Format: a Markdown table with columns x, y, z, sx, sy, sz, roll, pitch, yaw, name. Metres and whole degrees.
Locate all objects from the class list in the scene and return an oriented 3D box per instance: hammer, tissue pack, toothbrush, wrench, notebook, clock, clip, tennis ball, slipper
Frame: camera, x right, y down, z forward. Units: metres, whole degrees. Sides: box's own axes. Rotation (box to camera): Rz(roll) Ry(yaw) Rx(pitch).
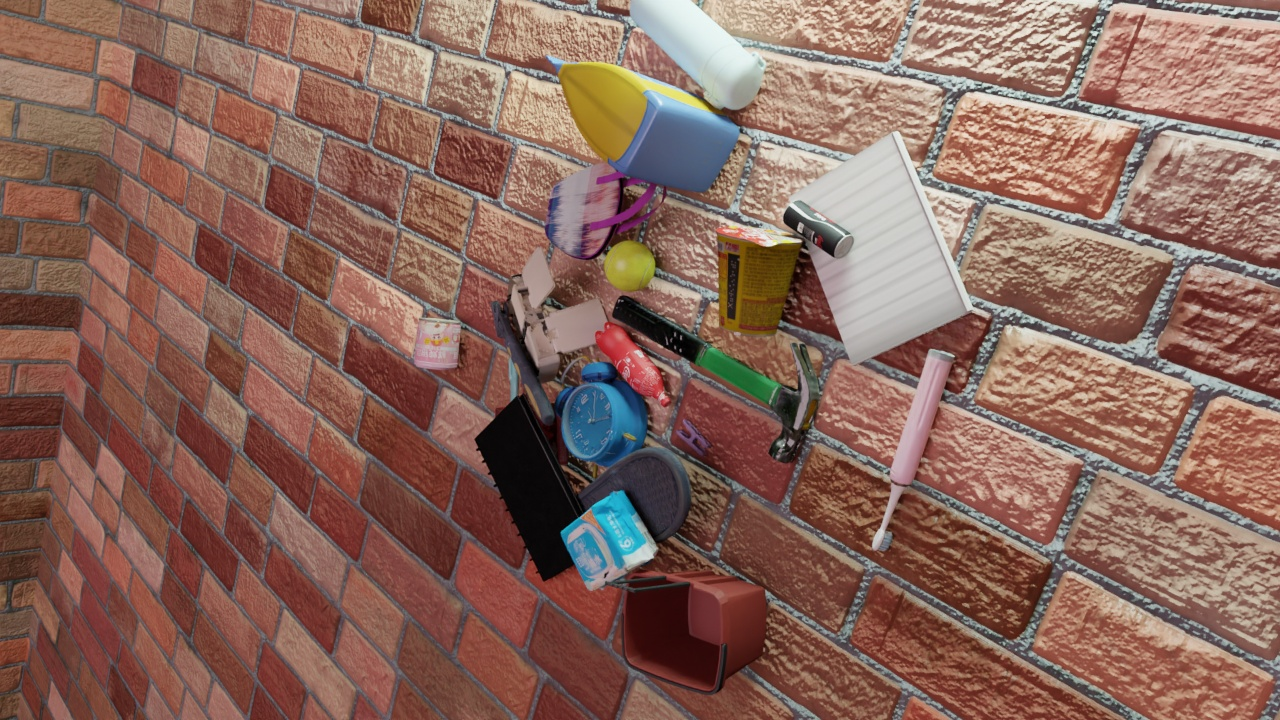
| x | y | z | sx | sy | sz | roll | pitch | yaw | name |
| --- | --- | --- | --- | --- | --- | --- | --- | --- | --- |
| 0.081 | -0.006 | 1.117 | 0.319 | 0.032 | 0.130 | 31 | 110 | 37 | hammer |
| -0.041 | 0.224 | 1.120 | 0.093 | 0.061 | 0.145 | 58 | 145 | 11 | tissue pack |
| 0.278 | 0.096 | 0.949 | 0.027 | 0.026 | 0.223 | -107 | 30 | -76 | toothbrush |
| -0.171 | -0.005 | 1.284 | 0.273 | 0.022 | 0.073 | -122 | 25 | -44 | wrench |
| -0.149 | 0.181 | 1.273 | 0.170 | 0.019 | 0.231 | -41 | 73 | 49 | notebook |
| -0.058 | 0.068 | 1.214 | 0.117 | 0.060 | 0.161 | -48 | 56 | 30 | clock |
| 0.252 | -0.118 | 0.984 | 0.143 | 0.009 | 0.209 | -29 | 71 | 37 | notebook |
| 0.067 | 0.095 | 1.140 | 0.052 | 0.013 | 0.036 | 41 | 116 | 30 | clip |
| -0.014 | -0.121 | 1.175 | 0.065 | 0.065 | 0.065 | -1 | 89 | 41 | tennis ball |
| 0.001 | 0.178 | 1.162 | 0.269 | 0.083 | 0.110 | -38 | 76 | 52 | slipper |

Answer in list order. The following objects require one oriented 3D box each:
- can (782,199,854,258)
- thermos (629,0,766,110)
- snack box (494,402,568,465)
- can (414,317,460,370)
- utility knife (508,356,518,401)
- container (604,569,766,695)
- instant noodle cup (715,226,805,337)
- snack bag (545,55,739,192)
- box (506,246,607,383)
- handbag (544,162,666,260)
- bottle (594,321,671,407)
| x | y | z | sx | sy | sz | roll | pitch | yaw | name |
| --- | --- | --- | --- | --- | --- | --- | --- | --- | --- |
| 0.195 | -0.144 | 1.006 | 0.080 | 0.031 | 0.032 | 43 | 116 | 33 | can |
| 0.067 | -0.382 | 1.107 | 0.078 | 0.065 | 0.207 | -45 | 61 | 13 | thermos |
| -0.159 | 0.108 | 1.327 | 0.133 | 0.021 | 0.089 | -7 | 83 | 41 | snack box |
| -0.317 | -0.026 | 1.435 | 0.067 | 0.067 | 0.076 | 10 | 95 | 40 | can |
| -0.183 | 0.068 | 1.324 | 0.022 | 0.015 | 0.158 | -26 | 63 | 60 | utility knife |
| 0.040 | 0.300 | 1.037 | 0.148 | 0.200 | 0.127 | 4 | 92 | 41 | container |
| 0.129 | -0.090 | 1.042 | 0.100 | 0.100 | 0.112 | 20 | 113 | 39 | instant noodle cup |
| -0.006 | -0.302 | 1.109 | 0.205 | 0.158 | 0.102 | 48 | 119 | 32 | snack bag |
| -0.116 | -0.062 | 1.263 | 0.187 | 0.100 | 0.145 | -39 | 66 | 56 | box |
| -0.039 | -0.202 | 1.184 | 0.170 | 0.068 | 0.144 | -11 | 64 | 41 | handbag |
| -0.007 | 0.007 | 1.183 | 0.141 | 0.041 | 0.042 | 49 | 119 | 27 | bottle |
